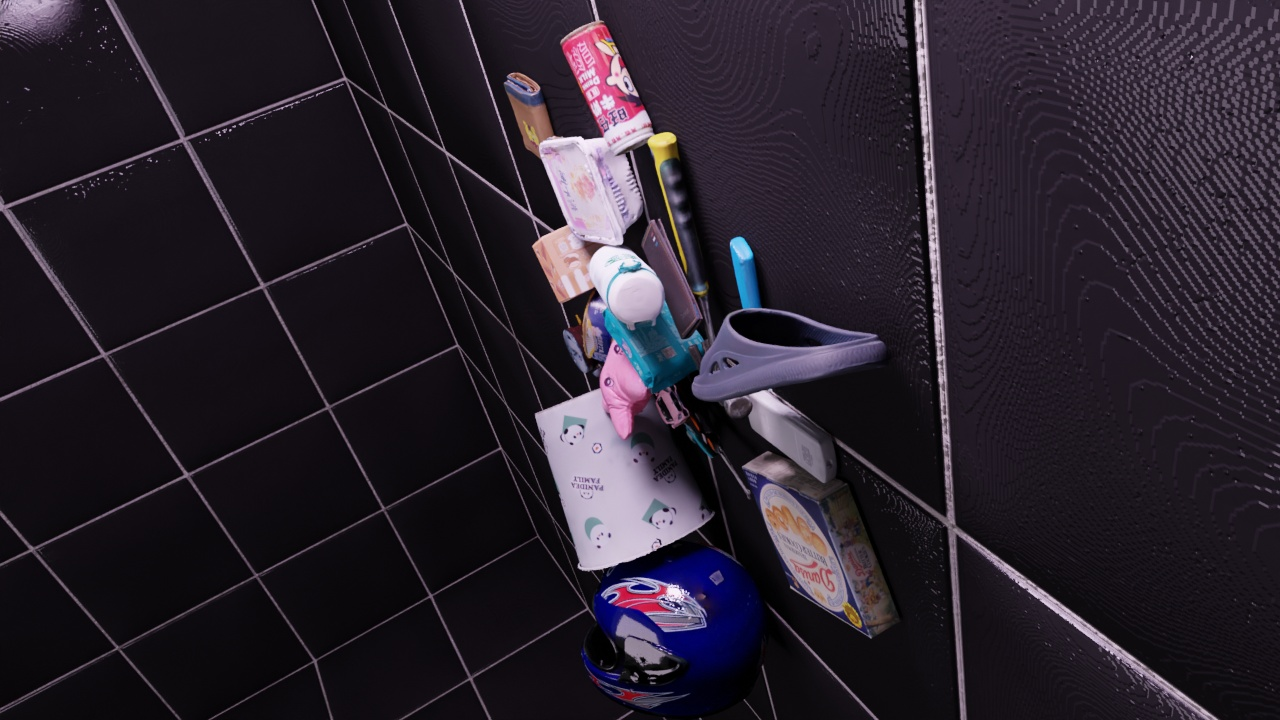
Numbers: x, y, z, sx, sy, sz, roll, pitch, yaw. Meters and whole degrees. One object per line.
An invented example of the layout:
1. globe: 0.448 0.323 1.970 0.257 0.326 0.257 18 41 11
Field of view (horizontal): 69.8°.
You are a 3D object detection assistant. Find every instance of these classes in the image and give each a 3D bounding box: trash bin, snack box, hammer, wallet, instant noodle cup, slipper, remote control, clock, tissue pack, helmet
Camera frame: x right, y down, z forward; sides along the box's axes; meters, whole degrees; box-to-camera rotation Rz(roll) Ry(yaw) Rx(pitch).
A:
1. trash bin: -0.036 0.166 1.439 0.252 0.229 0.230 68 164 0
2. snack box: 0.205 0.208 1.064 0.182 0.045 0.178 67 164 -13
3. hammer: 0.060 -0.095 1.028 0.126 0.032 0.323 -126 18 -63
4. snack box: -0.088 -0.145 1.309 0.094 0.092 0.077 64 164 -6
5. wallet: 0.036 -0.089 1.026 0.096 0.020 0.122 114 133 -79
6. instant noodle cup: -0.057 -0.221 1.158 0.173 0.060 0.138 27 141 65
7. slipper: 0.132 -0.014 0.867 0.269 0.110 0.083 165 94 -68
8. wallet: -0.154 -0.345 1.309 0.090 0.033 0.115 45 159 44
9. remote control: 0.166 0.079 1.021 0.150 0.021 0.058 39 149 54
10. clock: -0.087 -0.016 1.576 0.082 0.055 0.122 34 148 57
11. tissue pack: 0.020 -0.030 1.166 0.133 0.093 0.050 56 159 22
12. helmet: 0.041 0.399 1.433 0.316 0.246 0.240 -2 110 29

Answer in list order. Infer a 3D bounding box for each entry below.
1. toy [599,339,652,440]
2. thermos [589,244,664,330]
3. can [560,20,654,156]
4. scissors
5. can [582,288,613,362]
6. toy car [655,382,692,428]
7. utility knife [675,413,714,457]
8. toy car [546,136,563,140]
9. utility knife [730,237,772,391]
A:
1. toy: -0.007 0.007 1.254 0.178 0.074 0.195 -133 57 -69
2. thermos: -0.017 -0.091 1.055 0.224 0.073 0.073 -121 8 -74
3. can: -0.034 -0.291 0.989 0.133 0.053 0.053 64 164 -6
4. scissors: 0.100 0.106 1.216 0.234 0.021 0.143 61 176 24
5. can: -0.049 -0.047 1.359 0.049 0.074 0.148 17 153 10
6. toy car: 0.043 0.062 1.243 0.056 0.037 0.122 61 175 7
7. utility knife: 0.073 0.103 1.235 0.029 0.013 0.223 48 178 23
8. toy car: -0.100 -0.265 1.260 0.090 0.035 0.042 58 165 14
9. utility knife: 0.122 -0.040 0.973 0.034 0.018 0.194 -120 11 -54
